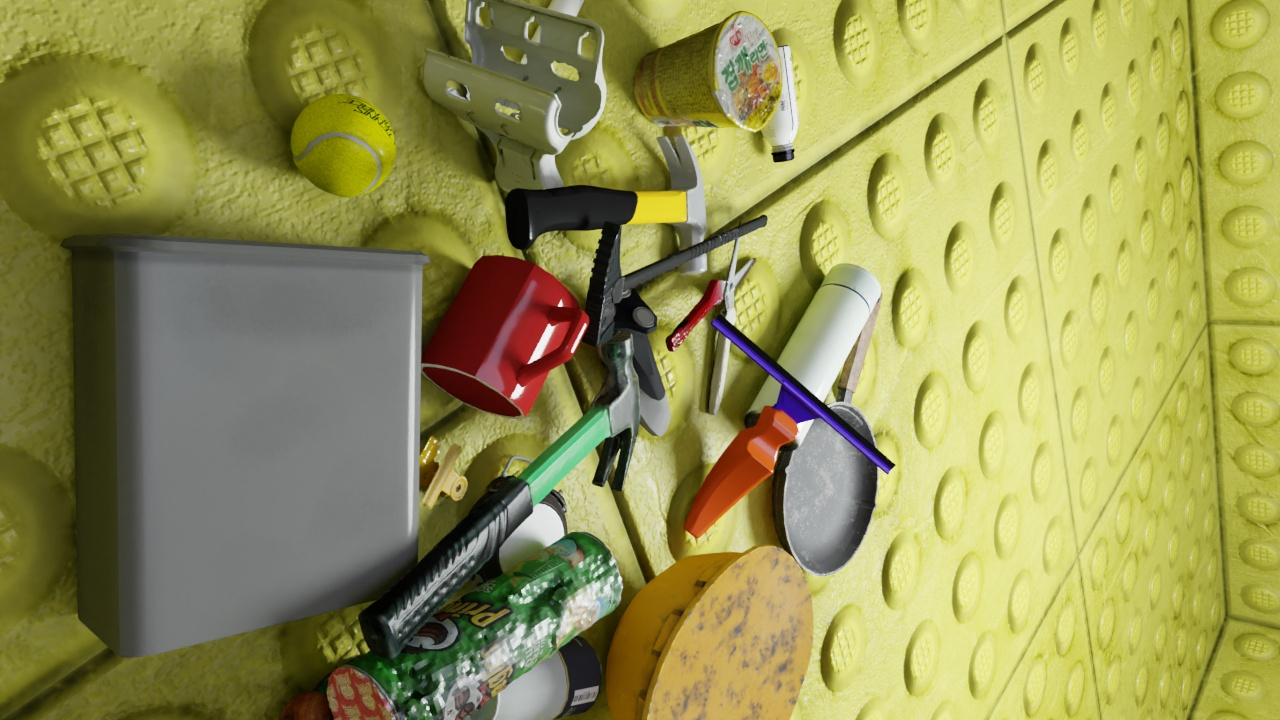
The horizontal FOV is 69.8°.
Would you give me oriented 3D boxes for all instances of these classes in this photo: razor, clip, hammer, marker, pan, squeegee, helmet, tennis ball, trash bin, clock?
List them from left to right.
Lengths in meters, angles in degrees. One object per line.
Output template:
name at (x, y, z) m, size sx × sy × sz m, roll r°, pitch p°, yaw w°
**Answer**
trash bin at (-0.231, 0.040, 0.557) m, size 0.191 × 0.098 × 0.220 m, roll -3°, pitch 97°, yaw -46°
tennis ball at (-0.194, -0.140, 0.600) m, size 0.065 × 0.065 × 0.065 m, roll -5°, pitch 97°, yaw -46°
clock at (-0.193, 0.275, 0.635) m, size 0.157 × 0.073 × 0.121 m, roll -5°, pitch 97°, yaw -45°
clip at (-0.150, 0.090, 0.696) m, size 0.048 × 0.046 × 0.054 m, roll 31°, pitch 68°, yaw -17°
clip at (-0.095, -0.181, 0.668) m, size 0.109 × 0.127 × 0.151 m, roll -26°, pitch 136°, yaw -51°
clock at (-0.097, 0.141, 0.743) m, size 0.091 × 0.044 × 0.122 m, roll 27°, pitch 74°, yaw -44°
hammer at (-0.085, 0.098, 0.669) m, size 0.317 × 0.032 × 0.130 m, roll -42°, pitch 136°, yaw -51°
marker at (-0.061, -0.292, 0.756) m, size 0.133 × 0.023 × 0.027 m, roll -68°, pitch 155°, yaw -17°
hammer at (-0.014, -0.123, 0.744) m, size 0.322 × 0.029 × 0.127 m, roll -21°, pitch 111°, yaw -63°
razor at (-0.005, 0.005, 0.821) m, size 0.057 × 0.060 × 0.156 m, roll -55°, pitch 144°, yaw -42°
helmet at (0.041, 0.280, 0.835) m, size 0.205 × 0.131 × 0.254 m, roll 47°, pitch 62°, yaw -37°
hammer at (0.047, -0.102, 0.813) m, size 0.323 × 0.015 × 0.095 m, roll -31°, pitch 136°, yaw -54°
squeegee at (0.107, 0.101, 0.918) m, size 0.249 × 0.055 × 0.185 m, roll 39°, pitch 89°, yaw -16°
pan at (0.233, 0.075, 1.086) m, size 0.207 × 0.040 × 0.356 m, roll 26°, pitch 74°, yaw -44°

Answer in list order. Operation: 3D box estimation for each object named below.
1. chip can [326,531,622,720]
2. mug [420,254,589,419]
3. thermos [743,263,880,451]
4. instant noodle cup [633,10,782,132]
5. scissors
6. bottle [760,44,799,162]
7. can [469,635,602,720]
chip can at (-0.103, 0.193, 0.641) m, size 0.222 × 0.076 × 0.075 m, roll -23°, pitch 110°, yaw -49°
mug at (-0.093, -0.015, 0.680) m, size 0.080 × 0.117 × 0.096 m, roll 46°, pitch 62°, yaw -44°
thermos at (0.193, -0.007, 1.015) m, size 0.068 × 0.068 × 0.229 m, roll 53°, pitch 58°, yaw -35°
instant noodle cup at (0.055, -0.249, 0.817) m, size 0.102 × 0.108 × 0.102 m, roll -5°, pitch 98°, yaw -46°
scissors at (0.077, -0.034, 0.916) m, size 0.198 × 0.015 × 0.179 m, roll -41°, pitch 133°, yaw -49°
bottle at (0.142, -0.265, 0.956) m, size 0.041 × 0.041 × 0.116 m, roll -25°, pitch 111°, yaw -42°
can at (-0.094, 0.261, 0.743) m, size 0.127 × 0.064 × 0.064 m, roll 9°, pitch 87°, yaw -46°
